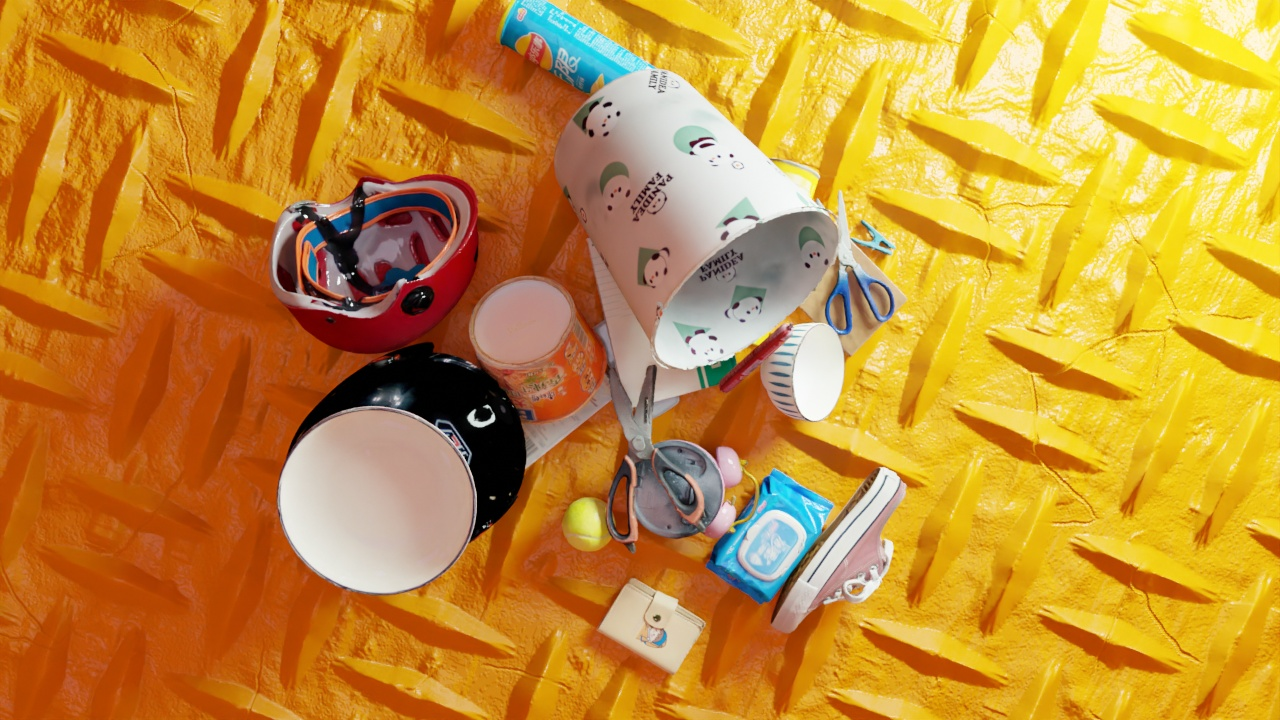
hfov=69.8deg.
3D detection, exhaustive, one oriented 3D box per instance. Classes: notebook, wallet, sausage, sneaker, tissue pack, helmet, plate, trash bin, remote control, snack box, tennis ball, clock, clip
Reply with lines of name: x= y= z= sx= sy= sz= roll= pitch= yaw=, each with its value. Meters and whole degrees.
notebook: x=0.029 y=-0.060 z=1.104 sx=0.150 sy=0.012 sz=0.209 roll=-15 pitch=95 yaw=-13
wallet: x=0.251 y=-0.078 z=1.114 sx=0.115 sy=0.020 sz=0.101 roll=43 pitch=96 yaw=-6
sausage: x=0.133 y=-0.002 z=1.061 sx=0.020 sy=0.020 sz=0.156 roll=39 pitch=138 yaw=-3
sneaker: x=0.251 y=0.244 z=1.103 sx=0.088 sy=0.118 sz=0.241 roll=37 pitch=99 yaw=6
tissue pack: x=0.159 y=0.217 z=1.127 sx=0.095 sy=0.052 sz=0.157 roll=35 pitch=95 yaw=-3
helmet: x=-0.261 y=0.112 z=1.034 sx=0.276 sy=0.229 sz=0.233 roll=-26 pitch=96 yaw=42
plate: x=-0.256 y=0.135 z=0.906 sx=0.192 sy=0.039 sz=0.192 roll=0 pitch=101 yaw=-2
helmet: x=-0.286 y=-0.101 z=1.046 sx=0.239 sy=0.144 sz=0.207 roll=-23 pitch=52 yaw=-12
trash bin: x=0.045 y=-0.157 z=0.975 sx=0.229 sy=0.229 sz=0.252 roll=-37 pitch=64 yaw=4
remote control: x=-0.007 y=0.007 z=1.122 sx=0.056 sy=0.020 sz=0.136 roll=-32 pitch=97 yaw=4
snack box: x=-0.111 y=0.054 z=1.126 sx=0.157 sy=0.027 sz=0.084 roll=-39 pitch=94 yaw=4
tennis ball: x=-0.063 y=0.200 z=1.121 sx=0.065 sy=0.065 sz=0.065 roll=0 pitch=96 yaw=0
wallet: x=0.015 y=0.333 z=1.156 sx=0.115 sy=0.024 sz=0.087 roll=31 pitch=94 yaw=-1
clock: x=0.064 y=0.155 z=1.106 sx=0.158 sy=0.059 sz=0.117 roll=9 pitch=94 yaw=13
clip: x=0.283 y=-0.144 z=1.109 sx=0.055 sy=0.013 sz=0.037 roll=31 pitch=96 yaw=-1

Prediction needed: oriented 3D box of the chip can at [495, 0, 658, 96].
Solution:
chip can: x=-0.059 y=-0.345 z=1.063 sx=0.210 sy=0.071 sz=0.071 roll=31 pitch=95 yaw=-3

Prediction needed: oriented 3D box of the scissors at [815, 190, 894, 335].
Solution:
scissors: x=0.239 y=-0.110 z=1.093 sx=0.170 sy=0.012 sz=0.144 roll=40 pitch=95 yaw=-7

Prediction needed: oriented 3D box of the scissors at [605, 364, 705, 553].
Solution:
scissors: x=0.005 y=0.120 z=1.079 sx=0.224 sy=0.015 sz=0.189 roll=42 pitch=101 yaw=9

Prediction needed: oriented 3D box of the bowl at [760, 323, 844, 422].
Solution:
bowl: x=0.185 y=0.012 z=1.089 sx=0.066 sy=0.116 sz=0.116 roll=7 pitch=98 yaw=42

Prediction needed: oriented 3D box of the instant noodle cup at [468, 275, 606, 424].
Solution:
instant noodle cup: x=-0.121 y=-0.018 z=1.044 sx=0.151 sy=0.111 sz=0.151 roll=-4 pitch=61 yaw=7

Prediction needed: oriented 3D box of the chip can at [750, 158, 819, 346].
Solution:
chip can: x=0.146 y=-0.124 z=1.078 sx=0.072 sy=0.072 sz=0.213 roll=18 pitch=93 yaw=-1
